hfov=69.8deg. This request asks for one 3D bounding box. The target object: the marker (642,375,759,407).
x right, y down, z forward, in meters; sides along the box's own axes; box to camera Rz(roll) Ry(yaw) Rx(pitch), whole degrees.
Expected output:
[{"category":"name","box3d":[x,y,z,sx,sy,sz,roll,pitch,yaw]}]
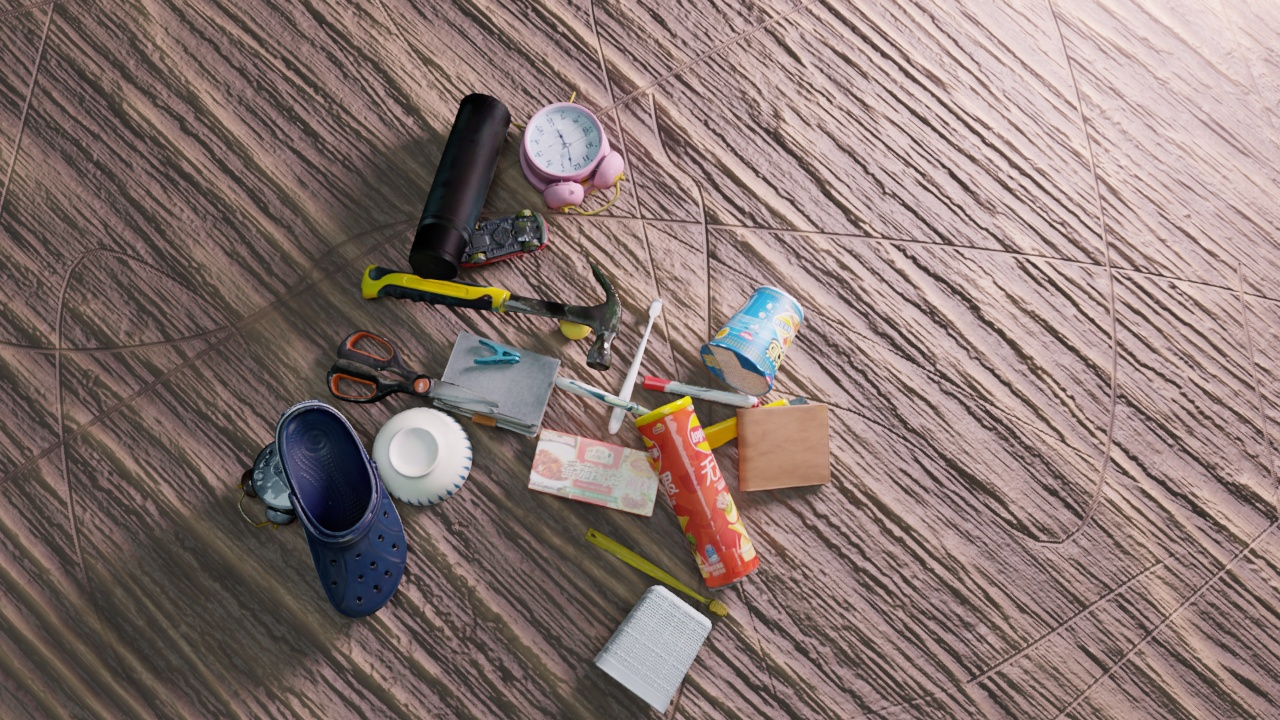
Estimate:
[{"category":"marker","box3d":[0.075,0.040,1.133,0.145,0.017,0.017,11,77,-1]}]

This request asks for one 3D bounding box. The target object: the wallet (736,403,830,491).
[{"category":"wallet","box3d":[0.173,0.105,1.109,0.115,0.020,0.101,-2,95,-9]}]

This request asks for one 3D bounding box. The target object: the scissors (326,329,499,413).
[{"category":"scissors","box3d":[-0.263,0.013,1.081,0.235,0.022,0.139,-5,69,11]}]

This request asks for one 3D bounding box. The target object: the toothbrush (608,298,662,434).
[{"category":"toothbrush","box3d":[-0.007,0.007,1.137,0.016,0.016,0.180,19,79,-1]}]

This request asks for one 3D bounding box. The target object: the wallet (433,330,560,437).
[{"category":"wallet","box3d":[-0.173,0.030,1.109,0.130,0.037,0.106,17,66,0]}]

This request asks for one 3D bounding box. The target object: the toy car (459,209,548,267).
[{"category":"toy car","box3d":[-0.174,-0.150,1.144,0.120,0.045,0.053,-14,80,-1]}]

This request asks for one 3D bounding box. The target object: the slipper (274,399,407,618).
[{"category":"slipper","box3d":[-0.321,0.164,1.006,0.105,0.095,0.253,-21,101,-22]}]

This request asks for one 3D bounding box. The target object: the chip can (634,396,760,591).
[{"category":"chip can","box3d":[0.066,0.153,1.064,0.073,0.073,0.216,-23,90,-9]}]

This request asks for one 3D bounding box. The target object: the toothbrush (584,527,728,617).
[{"category":"toothbrush","box3d":[0.019,0.250,1.081,0.190,0.017,0.015,30,76,3]}]

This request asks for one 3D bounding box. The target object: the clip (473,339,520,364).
[{"category":"clip","box3d":[-0.170,-0.007,1.097,0.055,0.013,0.034,12,65,1]}]

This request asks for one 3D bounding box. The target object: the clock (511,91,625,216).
[{"category":"clock","box3d":[-0.087,-0.254,1.166,0.117,0.060,0.158,-29,83,-9]}]

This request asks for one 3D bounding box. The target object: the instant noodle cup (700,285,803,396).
[{"category":"instant noodle cup","box3d":[0.143,-0.028,1.118,0.099,0.099,0.109,35,68,4]}]

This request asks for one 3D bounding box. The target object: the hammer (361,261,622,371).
[{"category":"hammer","box3d":[-0.179,-0.075,1.109,0.323,0.032,0.126,10,70,9]}]

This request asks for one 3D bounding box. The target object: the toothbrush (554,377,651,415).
[{"category":"toothbrush","box3d":[-0.014,0.055,1.111,0.191,0.018,0.016,20,81,-8]}]

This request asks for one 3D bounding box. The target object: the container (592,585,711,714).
[{"category":"container","box3d":[0.016,0.319,1.030,0.090,0.090,0.111,35,75,4]}]

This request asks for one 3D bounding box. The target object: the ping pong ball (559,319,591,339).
[{"category":"ping pong ball","box3d":[-0.079,-0.046,1.129,0.040,0.040,0.040,1,77,-4]}]

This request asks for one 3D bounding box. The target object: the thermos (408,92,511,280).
[{"category":"thermos","box3d":[-0.227,-0.210,1.120,0.068,0.090,0.242,33,56,-34]}]

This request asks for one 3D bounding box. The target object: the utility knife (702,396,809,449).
[{"category":"utility knife","box3d":[0.128,0.078,1.124,0.176,0.033,0.015,-19,37,-11]}]

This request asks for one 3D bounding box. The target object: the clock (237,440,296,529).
[{"category":"clock","box3d":[-0.409,0.140,1.058,0.121,0.055,0.082,-43,84,-11]}]

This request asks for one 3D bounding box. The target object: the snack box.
[{"category":"snack box","box3d":[-0.053,0.134,1.098,0.153,0.025,0.075,13,77,-1]}]

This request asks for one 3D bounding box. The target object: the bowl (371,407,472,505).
[{"category":"bowl","box3d":[-0.257,0.109,1.069,0.116,0.066,0.116,1,77,-3]}]
